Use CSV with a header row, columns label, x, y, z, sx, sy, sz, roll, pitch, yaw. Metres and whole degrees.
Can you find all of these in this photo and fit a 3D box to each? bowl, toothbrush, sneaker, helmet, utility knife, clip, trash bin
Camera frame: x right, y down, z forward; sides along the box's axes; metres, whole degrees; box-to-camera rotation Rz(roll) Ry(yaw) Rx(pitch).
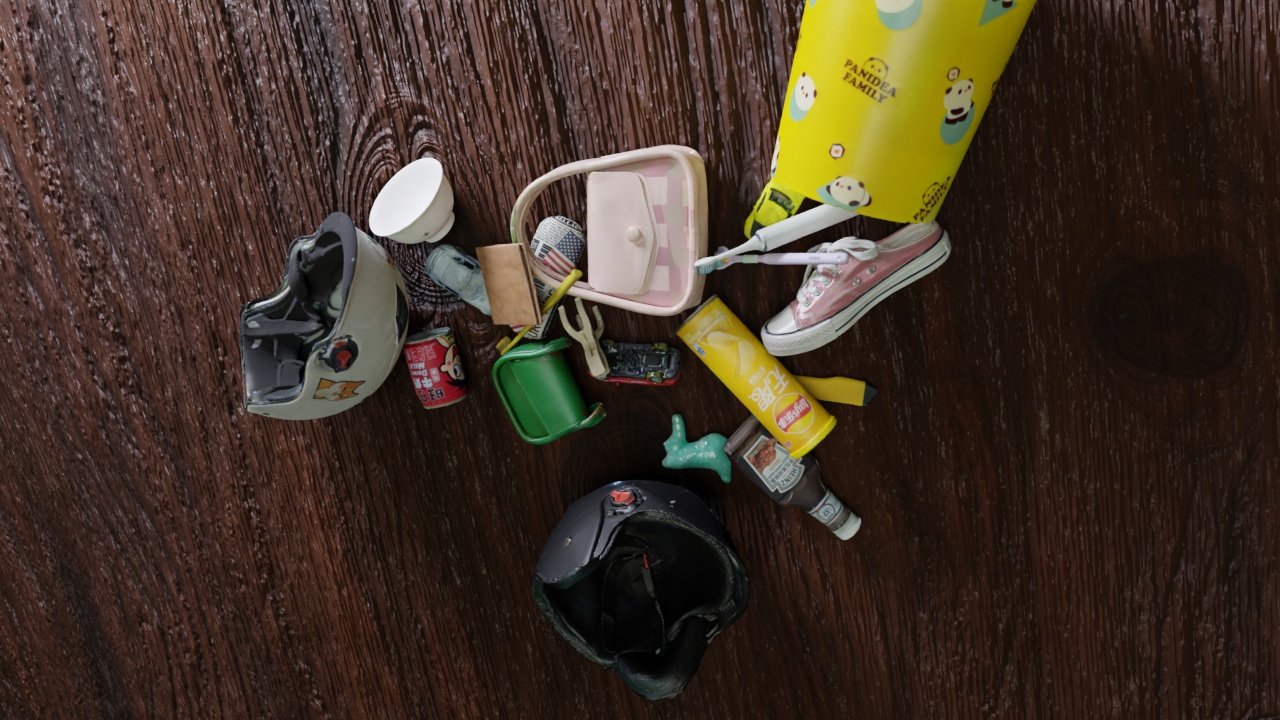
label,x,y,z,sx,sy,sz,roll,pitch,yaw
bowl,-0.271,-0.186,1.142,0.118,0.118,0.064,-30,137,18
toothbrush,0.158,-0.117,1.049,0.189,0.021,0.029,7,90,47
sneaker,0.233,-0.098,1.051,0.241,0.118,0.088,-33,115,12
helmet,0.003,0.257,1.135,0.275,0.229,0.233,-26,114,18
toothbrush,0.163,-0.146,1.047,0.221,0.026,0.026,-22,123,-7
utility knife,0.214,0.031,1.138,0.156,0.015,0.033,8,101,10
clip,-0.071,-0.035,1.133,0.035,0.101,0.095,-24,135,18
toothbrush,-0.128,-0.058,1.125,0.016,0.015,0.191,47,133,-3
trash bin,0.256,-0.290,0.935,0.230,0.229,0.256,17,114,6
helmet,-0.381,-0.037,1.156,0.274,0.230,0.156,-46,135,16

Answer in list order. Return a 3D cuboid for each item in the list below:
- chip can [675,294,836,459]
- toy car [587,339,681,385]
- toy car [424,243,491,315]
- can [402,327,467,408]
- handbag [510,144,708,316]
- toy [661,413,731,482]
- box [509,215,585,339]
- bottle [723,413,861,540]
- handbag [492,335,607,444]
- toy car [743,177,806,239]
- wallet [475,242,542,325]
label,x,y,z,sx,sy,sz,roll,pitch,yaw
chip can,0.139,0.019,1.106,0.072,0.072,0.213,-44,87,19
toy car,-0.007,0.007,1.156,0.120,0.045,0.052,6,63,13
toy car,-0.219,-0.102,1.179,0.120,0.036,0.054,31,108,-2
can,-0.268,0.010,1.204,0.066,0.066,0.094,-10,103,14
handbag,-0.037,-0.155,1.088,0.234,0.093,0.193,1,105,7
toy,0.070,0.114,1.185,0.092,0.030,0.096,-5,99,11
box,-0.118,-0.103,1.158,0.069,0.052,0.164,21,110,-11
bottle,0.196,0.152,1.158,0.195,0.044,0.080,41,94,-6
handbag,-0.115,0.036,1.168,0.120,0.067,0.131,-17,102,29
toy car,0.161,-0.183,1.079,0.048,0.032,0.105,31,108,2
wallet,-0.159,-0.092,1.114,0.115,0.020,0.101,5,111,56
